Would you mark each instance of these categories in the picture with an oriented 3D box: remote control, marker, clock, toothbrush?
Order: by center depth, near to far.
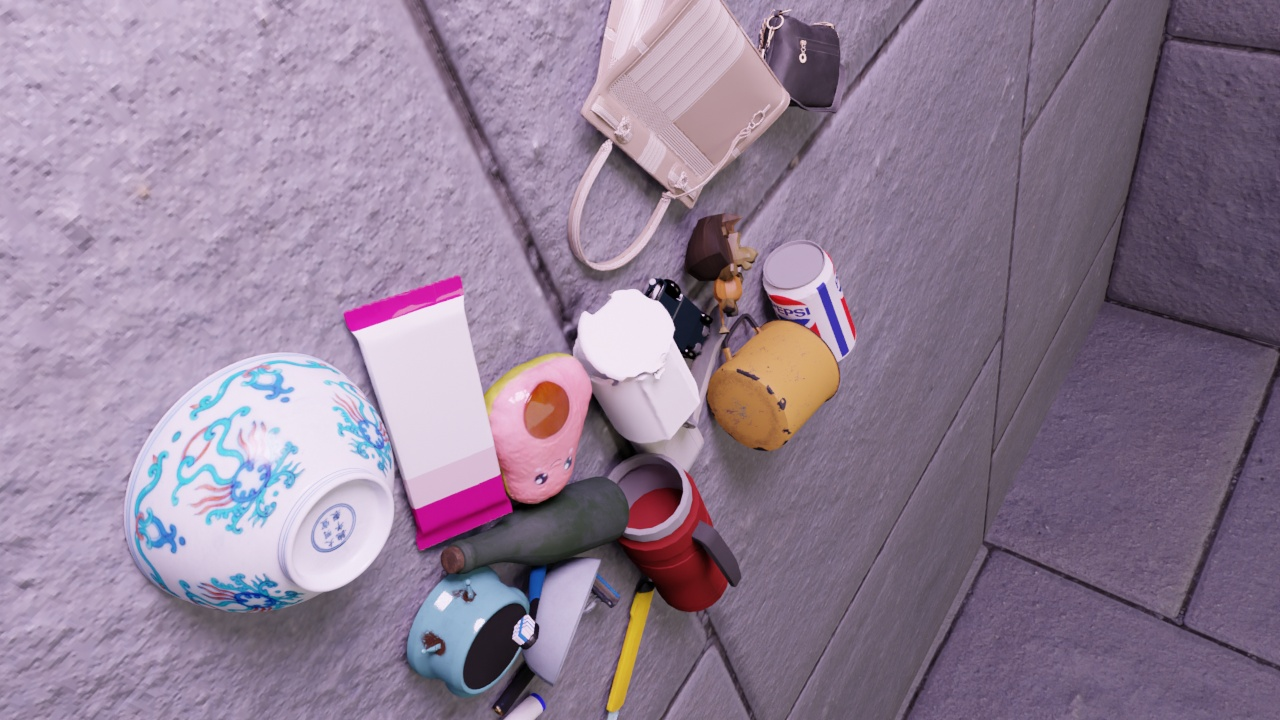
[{"bbox_3d":[-0.077,0.167,0.668,0.014,0.014,0.167,-42,-171,4],"label":"toothbrush"},{"bbox_3d":[-0.119,0.202,0.675,0.090,0.053,0.124,-57,150,-17],"label":"clock"},{"bbox_3d":[-0.133,0.331,0.766,0.141,0.020,0.020,-32,134,-44],"label":"marker"},{"bbox_3d":[0.020,0.063,0.830,0.060,0.025,0.138,-56,145,-19],"label":"remote control"},{"bbox_3d":[0.068,-0.025,0.833,0.024,0.022,0.185,29,66,-19],"label":"toothbrush"}]

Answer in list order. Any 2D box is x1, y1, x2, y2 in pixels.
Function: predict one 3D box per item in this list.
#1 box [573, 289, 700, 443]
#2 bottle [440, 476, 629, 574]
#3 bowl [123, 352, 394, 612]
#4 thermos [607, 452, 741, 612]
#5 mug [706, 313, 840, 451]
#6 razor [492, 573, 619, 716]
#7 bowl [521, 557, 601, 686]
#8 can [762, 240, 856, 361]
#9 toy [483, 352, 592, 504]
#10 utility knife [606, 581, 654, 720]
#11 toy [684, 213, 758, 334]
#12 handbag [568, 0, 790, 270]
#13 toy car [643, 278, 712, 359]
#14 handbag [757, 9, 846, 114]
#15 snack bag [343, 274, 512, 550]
[{"bbox_3d":[-0.003,0.003,0.698,0.080,0.089,0.143,-46,142,-12],"label":"box"},{"bbox_3d":[-0.080,0.129,0.690,0.173,0.055,0.055,-8,115,-54],"label":"bottle"},{"bbox_3d":[-0.178,0.075,0.480,0.143,0.074,0.144,-35,136,-43],"label":"bowl"},{"bbox_3d":[0.038,0.168,0.844,0.083,0.108,0.199,-56,149,-21],"label":"thermos"},{"bbox_3d":[0.122,0.016,0.902,0.093,0.101,0.124,-40,99,-35],"label":"mug"},{"bbox_3d":[-0.078,0.247,0.801,0.043,0.022,0.144,47,66,-11],"label":"razor"},{"bbox_3d":[-0.069,0.206,0.747,0.106,0.039,0.106,25,86,-87],"label":"bowl"},{"bbox_3d":[0.174,-0.056,0.938,0.070,0.070,0.132,-56,141,-20],"label":"can"},{"bbox_3d":[-0.073,0.051,0.651,0.089,0.051,0.110,-30,134,-39],"label":"toy"},{"bbox_3d":[-0.020,0.330,0.944,0.030,0.019,0.224,3,102,-52],"label":"utility knife"},{"bbox_3d":[0.070,-0.073,0.773,0.076,0.063,0.100,24,58,-75],"label":"toy"},{"bbox_3d":[0.008,-0.156,0.662,0.198,0.062,0.175,-60,149,3],"label":"handbag"},{"bbox_3d":[0.027,-0.034,0.770,0.112,0.034,0.046,34,80,-59],"label":"toy car"},{"bbox_3d":[0.139,-0.256,0.789,0.128,0.054,0.079,-16,118,-50],"label":"handbag"},{"bbox_3d":[-0.128,0.039,0.577,0.070,0.016,0.197,-22,131,-20],"label":"snack bag"}]
